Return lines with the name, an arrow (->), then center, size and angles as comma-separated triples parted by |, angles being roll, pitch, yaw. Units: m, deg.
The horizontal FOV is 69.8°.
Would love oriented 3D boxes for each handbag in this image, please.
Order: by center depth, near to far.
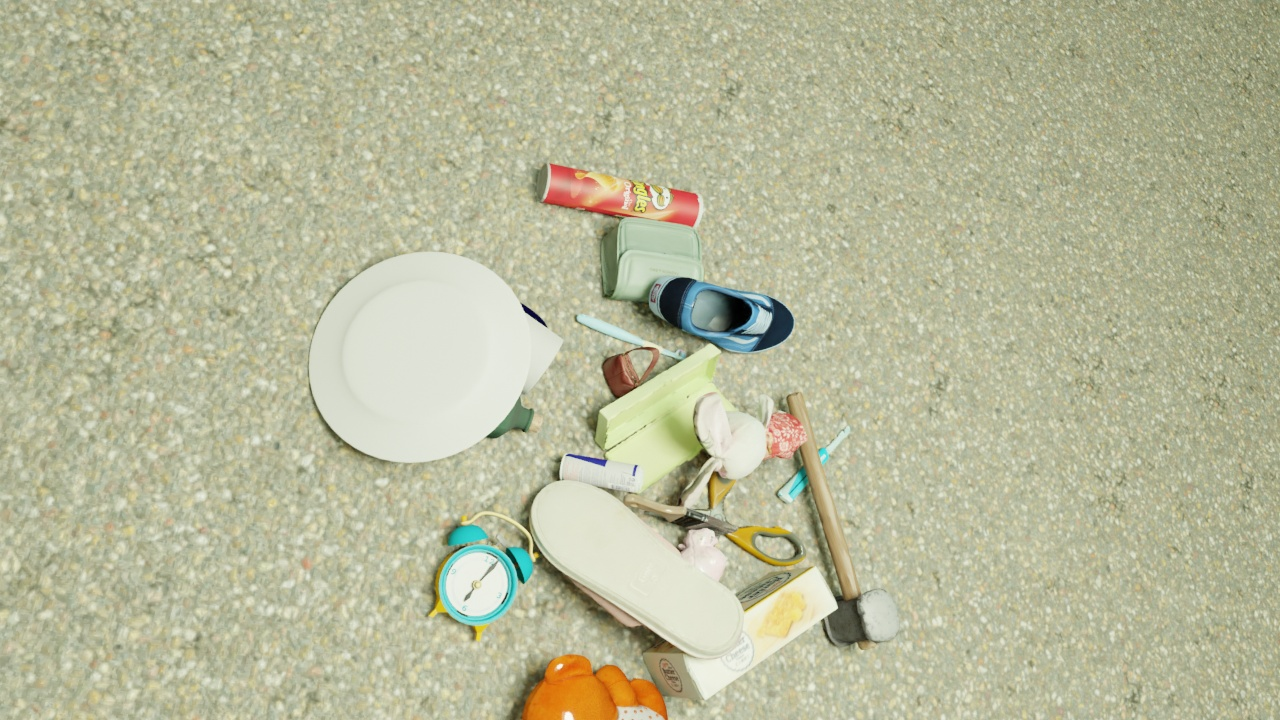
handbag -> -0.006, 0.006, 1.092 | 0.029, 0.120, 0.055 | -20, 83, -29
handbag -> 0.017, -0.123, 1.176 | 0.121, 0.067, 0.106 | 6, 73, -23

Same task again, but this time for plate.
plate -> -0.240, -0.010, 0.990 | 0.242, 0.016, 0.242 | -1, 71, 2

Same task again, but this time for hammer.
hammer -> 0.238, 0.199, 1.162 | 0.052, 0.098, 0.328 | -8, 74, -26

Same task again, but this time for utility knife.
utility knife -> 0.234, 0.134, 1.224 | 0.161, 0.015, 0.022 | -41, 95, -32

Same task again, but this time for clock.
clock -> -0.171, 0.229, 0.991 | 0.099, 0.044, 0.129 | 31, 70, -13

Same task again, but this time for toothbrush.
toothbrush -> -0.010, -0.029, 1.162 | 0.155, 0.016, 0.022 | 20, 34, -19

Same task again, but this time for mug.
mug -> -0.148, -0.029, 1.071 | 0.097, 0.079, 0.111 | 36, 34, -11

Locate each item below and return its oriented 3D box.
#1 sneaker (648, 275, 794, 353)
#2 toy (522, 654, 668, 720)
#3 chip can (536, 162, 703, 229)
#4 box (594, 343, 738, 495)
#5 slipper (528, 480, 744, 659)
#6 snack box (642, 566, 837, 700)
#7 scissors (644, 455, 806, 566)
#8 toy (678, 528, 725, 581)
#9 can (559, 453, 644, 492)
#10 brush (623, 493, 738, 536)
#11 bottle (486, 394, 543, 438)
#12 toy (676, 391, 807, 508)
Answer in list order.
sneaker -> 0.127, -0.047, 1.154 | 0.240, 0.098, 0.083 | 11, 100, -40
toy -> -0.055, 0.395, 0.969 | 0.172, 0.093, 0.163 | 38, 64, -24
chip can -> -0.026, -0.212, 1.193 | 0.214, 0.052, 0.051 | 7, 71, -22
box -> 0.032, 0.067, 1.132 | 0.187, 0.066, 0.127 | -33, 108, -28
slipper -> -0.009, 0.232, 1.012 | 0.274, 0.055, 0.113 | 35, 56, 17
snack box -> 0.116, 0.312, 1.059 | 0.207, 0.104, 0.057 | -24, 85, -29
scissors -> 0.112, 0.185, 1.150 | 0.225, 0.016, 0.229 | 15, 69, -18
toy -> 0.069, 0.254, 1.073 | 0.047, 0.064, 0.109 | 46, 39, -46
can -> -0.045, 0.130, 1.062 | 0.095, 0.032, 0.032 | 8, 67, 8
brush -> 0.045, 0.183, 1.081 | 0.151, 0.039, 0.012 | 22, 55, -26
bottle -> -0.174, 0.051, 1.034 | 0.131, 0.061, 0.061 | 21, 68, -17
toy -> 0.126, 0.097, 1.116 | 0.193, 0.084, 0.159 | -15, 124, -38
